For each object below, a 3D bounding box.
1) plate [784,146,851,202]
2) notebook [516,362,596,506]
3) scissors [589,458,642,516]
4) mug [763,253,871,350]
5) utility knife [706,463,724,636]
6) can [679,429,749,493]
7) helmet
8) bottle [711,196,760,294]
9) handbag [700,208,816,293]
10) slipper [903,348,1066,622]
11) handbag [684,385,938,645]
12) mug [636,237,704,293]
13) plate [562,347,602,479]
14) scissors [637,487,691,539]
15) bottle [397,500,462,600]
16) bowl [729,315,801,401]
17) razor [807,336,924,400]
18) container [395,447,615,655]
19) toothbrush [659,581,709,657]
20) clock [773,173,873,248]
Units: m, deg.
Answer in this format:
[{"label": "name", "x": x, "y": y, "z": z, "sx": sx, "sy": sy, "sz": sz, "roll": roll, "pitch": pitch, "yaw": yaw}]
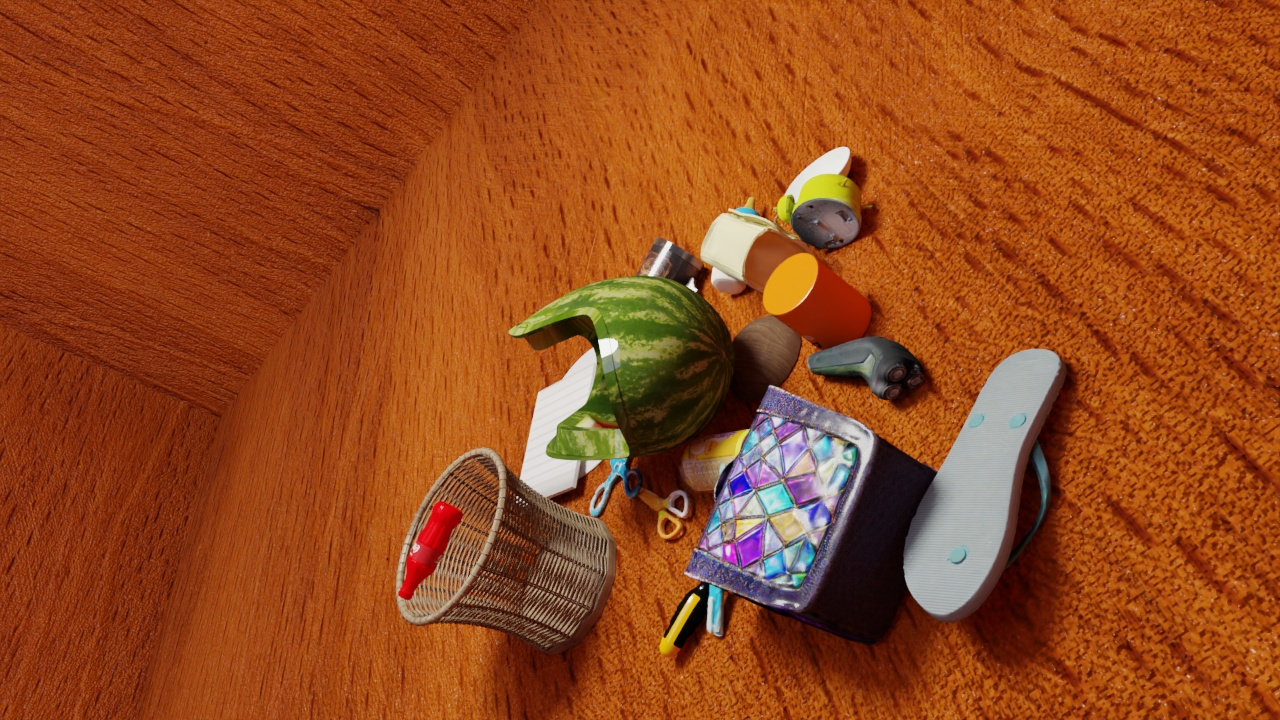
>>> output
[{"label": "plate", "x": 0.232, "y": -0.227, "z": 1.174, "sx": 0.104, "sy": 0.026, "sz": 0.104, "roll": -40, "pitch": 20, "yaw": 18}, {"label": "notebook", "x": -0.128, "y": 0.115, "z": 1.387, "sx": 0.143, "sy": 0.009, "sz": 0.209, "roll": -27, "pitch": 43, "yaw": 41}, {"label": "scissors", "x": -0.026, "y": 0.152, "z": 1.233, "sx": 0.138, "sy": 0.011, "sz": 0.134, "roll": 7, "pitch": 70, "yaw": 62}, {"label": "mug", "x": 0.195, "y": -0.073, "z": 1.036, "sx": 0.078, "sy": 0.096, "sz": 0.112, "roll": -43, "pitch": 34, "yaw": 24}, {"label": "utility knife", "x": 0.084, "y": 0.200, "z": 0.979, "sx": 0.022, "sy": 0.015, "sz": 0.181, "roll": -5, "pitch": 79, "yaw": 58}, {"label": "can", "x": 0.102, "y": 0.114, "z": 1.034, "sx": 0.105, "sy": 0.067, "sz": 0.067, "roll": -15, "pitch": 51, "yaw": 50}, {"label": "helmet", "x": -0.006, "y": 0.006, "z": 1.095, "sx": 0.248, "sy": 0.213, "sz": 0.242, "roll": -3, "pitch": 17, "yaw": 41}, {"label": "bottle", "x": 0.135, "y": -0.161, "z": 1.245, "sx": 0.051, "sy": 0.051, "sz": 0.146, "roll": -12, "pitch": 53, "yaw": 51}, {"label": "handbag", "x": 0.150, "y": -0.131, "z": 1.139, "sx": 0.081, "sy": 0.111, "sz": 0.119, "roll": -66, "pitch": 28, "yaw": 10}, {"label": "slipper", "x": 0.299, "y": 0.108, "z": 0.785, "sx": 0.098, "sy": 0.054, "sz": 0.268, "roll": -11, "pitch": 44, "yaw": 54}, {"label": "handbag", "x": 0.151, "y": 0.143, "z": 0.878, "sx": 0.222, "sy": 0.125, "sz": 0.204, "roll": 14, "pitch": 77, "yaw": 56}, {"label": "mug", "x": 0.043, "y": -0.104, "z": 1.314, "sx": 0.116, "sy": 0.080, "sz": 0.107, "roll": 31, "pitch": 90, "yaw": 33}, {"label": "plate", "x": -0.086, "y": 0.071, "z": 1.392, "sx": 0.243, "sy": 0.016, "sz": 0.242, "roll": -36, "pitch": 38, "yaw": 33}, {"label": "scissors", "x": 0.025, "y": 0.178, "z": 1.142, "sx": 0.064, "sy": 0.013, "sz": 0.128, "roll": -63, "pitch": 28, "yaw": 0}, {"label": "bottle", "x": -0.252, "y": 0.227, "z": 1.087, "sx": 0.036, "sy": 0.036, "sz": 0.119, "roll": 15, "pitch": 77, "yaw": 58}, {"label": "bowl", "x": 0.141, "y": -0.009, "z": 1.122, "sx": 0.118, "sy": 0.030, "sz": 0.117, "roll": -36, "pitch": 38, "yaw": 33}, {"label": "razor", "x": 0.229, "y": 0.009, "z": 0.966, "sx": 0.152, "sy": 0.054, "sz": 0.067, "roll": -4, "pitch": 69, "yaw": 60}, {"label": "container", "x": -0.165, "y": 0.253, "z": 1.169, "sx": 0.228, "sy": 0.196, "sz": 0.226, "roll": -36, "pitch": 37, "yaw": 33}, {"label": "toothbrush", "x": 0.078, "y": 0.237, "z": 1.001, "sx": 0.031, "sy": 0.031, "sz": 0.196, "roll": 30, "pitch": 83, "yaw": 28}, {"label": "clock", "x": 0.215, "y": -0.176, "z": 1.112, "sx": 0.119, "sy": 0.083, "sz": 0.056, "roll": -20, "pitch": 42, "yaw": 42}]
